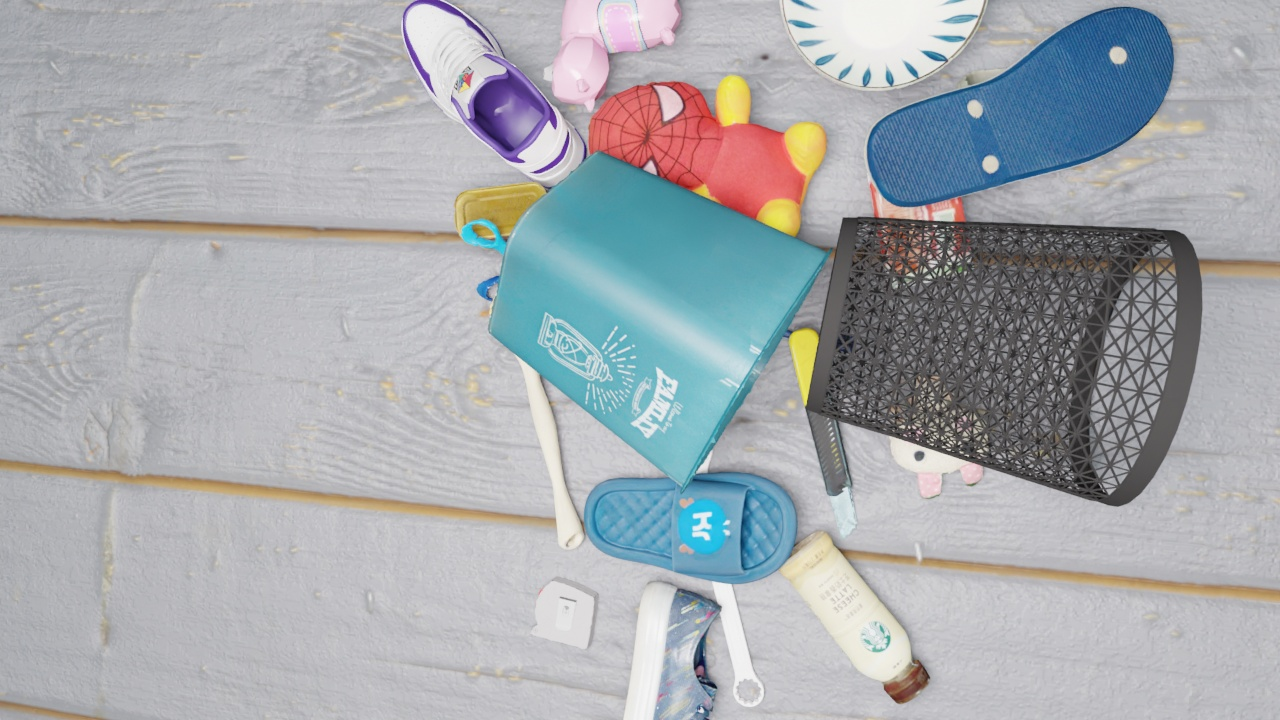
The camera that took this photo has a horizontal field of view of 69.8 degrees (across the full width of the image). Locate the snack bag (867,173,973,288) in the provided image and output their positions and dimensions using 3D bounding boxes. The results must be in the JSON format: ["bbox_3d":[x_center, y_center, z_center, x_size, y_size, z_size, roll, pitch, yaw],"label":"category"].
[{"bbox_3d":[0.255,-0.127,0.837,0.077,0.036,0.116,-11,88,12],"label":"snack bag"}]

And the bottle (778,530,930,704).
[{"bbox_3d":[0.196,0.235,0.836,0.056,0.056,0.162,-40,82,9],"label":"bottle"}]

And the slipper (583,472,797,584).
[{"bbox_3d":[0.040,0.157,0.856,0.214,0.059,0.104,-1,92,24],"label":"slipper"}]

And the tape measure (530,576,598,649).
[{"bbox_3d":[-0.075,0.251,0.910,0.060,0.020,0.062,11,92,12],"label":"tape measure"}]

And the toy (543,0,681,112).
[{"bbox_3d":[-0.026,-0.311,0.863,0.123,0.067,0.157,1,70,13],"label":"toy"}]

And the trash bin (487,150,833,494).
[{"bbox_3d":[0.009,-0.045,0.780,0.218,0.198,0.197,32,138,8],"label":"trash bin"}]

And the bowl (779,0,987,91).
[{"bbox_3d":[0.216,-0.323,0.828,0.177,0.071,0.177,0,90,12],"label":"bowl"}]

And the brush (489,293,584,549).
[{"bbox_3d":[-0.094,0.053,0.901,0.062,0.077,0.272,-12,95,-25],"label":"brush"}]

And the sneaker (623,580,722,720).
[{"bbox_3d":[0.030,0.329,0.856,0.079,0.087,0.235,5,87,14],"label":"sneaker"}]

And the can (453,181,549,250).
[{"bbox_3d":[-0.129,-0.142,0.905,0.100,0.059,0.054,-5,89,12],"label":"can"}]

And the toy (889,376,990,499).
[{"bbox_3d":[0.270,0.069,0.829,0.087,0.050,0.112,-10,93,11],"label":"toy"}]

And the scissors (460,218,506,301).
[{"bbox_3d":[-0.123,-0.095,0.897,0.134,0.127,0.014,-46,37,41],"label":"scissors"}]

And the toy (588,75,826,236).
[{"bbox_3d":[0.055,-0.185,0.848,0.216,0.099,0.147,20,84,10],"label":"toy"}]

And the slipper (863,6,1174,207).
[{"bbox_3d":[0.329,-0.211,0.806,0.295,0.060,0.118,-22,90,-4],"label":"slipper"}]

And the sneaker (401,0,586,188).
[{"bbox_3d":[-0.160,-0.268,0.885,0.244,0.111,0.092,45,98,9],"label":"sneaker"}]

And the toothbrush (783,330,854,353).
[{"bbox_3d":[0.112,-0.037,0.876,0.190,0.016,0.017,14,85,12],"label":"toothbrush"}]

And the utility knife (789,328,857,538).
[{"bbox_3d":[0.173,0.069,0.856,0.029,0.020,0.203,-12,94,16],"label":"utility knife"}]

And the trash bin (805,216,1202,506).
[{"bbox_3d":[0.270,-0.016,0.737,0.243,0.216,0.217,11,92,10],"label":"trash bin"}]

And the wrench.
[{"bbox_3d":[0.075,0.198,0.885,0.047,0.009,0.273,-15,87,11],"label":"wrench"}]
